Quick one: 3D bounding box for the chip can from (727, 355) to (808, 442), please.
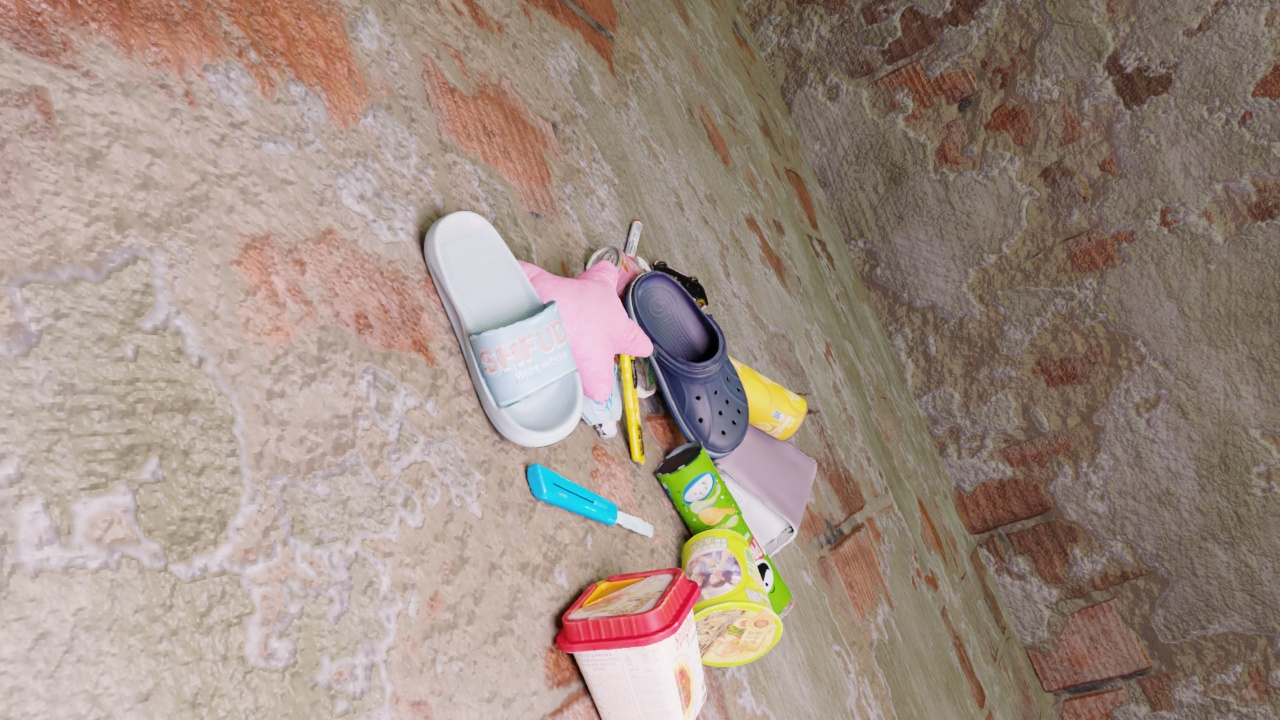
[{"bbox_3d":[0.122,0.034,1.250,0.213,0.072,0.071,29,34,-15],"label":"chip can"}]

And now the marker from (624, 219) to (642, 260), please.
[{"bbox_3d":[-0.012,-0.169,1.342,0.017,0.017,0.145,52,26,-26],"label":"marker"}]

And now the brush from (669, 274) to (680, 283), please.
[{"bbox_3d":[0.053,-0.052,1.318,0.073,0.055,0.143,65,6,-77],"label":"brush"}]

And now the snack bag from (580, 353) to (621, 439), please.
[{"bbox_3d":[-0.051,0.000,1.067,0.110,0.039,0.190,56,27,-33],"label":"snack bag"}]

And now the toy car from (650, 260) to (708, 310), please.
[{"bbox_3d":[0.057,-0.112,1.409,0.122,0.037,0.056,22,42,-41],"label":"toy car"}]

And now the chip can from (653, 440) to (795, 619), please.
[{"bbox_3d":[0.104,0.215,1.130,0.236,0.072,0.072,59,24,-10],"label":"chip can"}]

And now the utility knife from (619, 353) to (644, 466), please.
[{"bbox_3d":[-0.008,0.049,1.077,0.033,0.015,0.156,-12,96,-74],"label":"utility knife"}]

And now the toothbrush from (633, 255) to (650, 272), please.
[{"bbox_3d":[0.041,-0.077,1.364,0.187,0.016,0.017,56,35,-20],"label":"toothbrush"}]

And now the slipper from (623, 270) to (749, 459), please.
[{"bbox_3d":[0.070,-0.003,1.147,0.105,0.095,0.253,-27,88,-24],"label":"slipper"}]

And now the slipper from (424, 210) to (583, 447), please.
[{"bbox_3d":[-0.122,-0.037,0.869,0.103,0.074,0.245,-23,84,-37],"label":"slipper"}]

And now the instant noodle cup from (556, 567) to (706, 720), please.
[{"bbox_3d":[0.001,0.267,0.827,0.116,0.117,0.124,-31,107,-67],"label":"instant noodle cup"}]

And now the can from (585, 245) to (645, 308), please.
[{"bbox_3d":[-0.009,-0.093,1.221,0.147,0.058,0.057,38,35,-46],"label":"can"}]

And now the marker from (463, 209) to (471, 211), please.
[{"bbox_3d":[-0.173,-0.100,0.935,0.022,0.018,0.130,21,48,-45],"label":"marker"}]

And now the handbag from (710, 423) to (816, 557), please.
[{"bbox_3d":[0.151,0.165,1.246,0.145,0.099,0.196,46,26,-2],"label":"handbag"}]

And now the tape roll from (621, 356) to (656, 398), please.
[{"bbox_3d":[-0.007,0.007,1.179,0.086,0.014,0.085,46,29,-36],"label":"tape roll"}]

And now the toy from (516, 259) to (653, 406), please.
[{"bbox_3d":[-0.074,-0.032,0.980,0.194,0.075,0.178,-6,66,-40],"label":"toy"}]

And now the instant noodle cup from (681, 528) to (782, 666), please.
[{"bbox_3d":[0.093,0.259,1.031,0.111,0.112,0.123,48,21,-33],"label":"instant noodle cup"}]

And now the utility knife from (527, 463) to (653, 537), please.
[{"bbox_3d":[-0.043,0.153,0.953,0.225,0.018,0.034,35,36,-51],"label":"utility knife"}]
